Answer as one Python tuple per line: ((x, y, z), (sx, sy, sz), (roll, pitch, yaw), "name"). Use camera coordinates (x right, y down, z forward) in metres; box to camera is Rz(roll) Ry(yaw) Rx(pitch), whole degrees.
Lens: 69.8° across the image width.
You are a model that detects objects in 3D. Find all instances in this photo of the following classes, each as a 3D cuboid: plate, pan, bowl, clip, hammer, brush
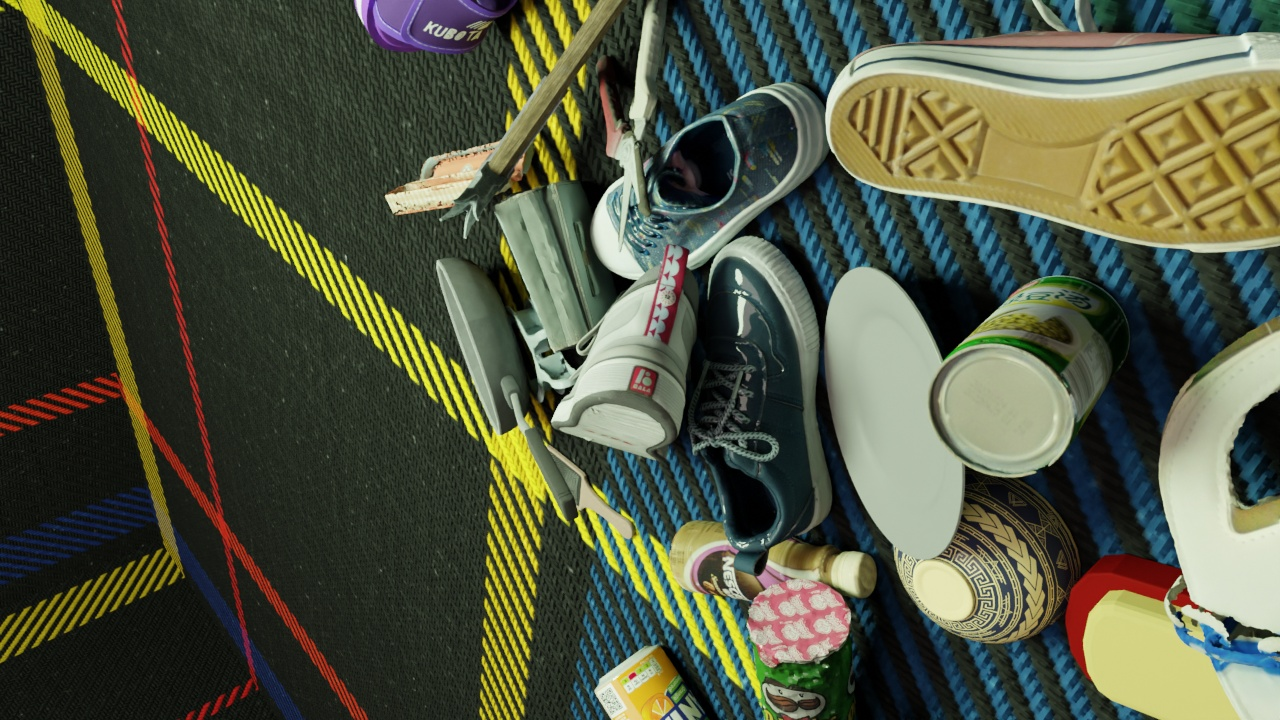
((0.153, 0.031, 0.556), (0.178, 0.012, 0.178), (168, 91, -81), "plate")
((-0.114, 0.025, 0.813), (0.357, 0.041, 0.179), (-129, 23, -53), "pan")
((0.203, 0.128, 0.569), (0.112, 0.061, 0.113), (27, 129, 39), "bowl")
((-0.099, -0.033, 0.825), (0.141, 0.029, 0.172), (69, 164, -1), "clip")
((-0.036, -0.226, 0.640), (0.028, 0.146, 0.318), (36, 133, -13), "hammer")
((-0.057, 0.138, 0.922), (0.136, 0.015, 0.050), (34, 132, 34), "brush")
((0.310, 0.163, 0.477), (0.174, 0.041, 0.082), (12, 118, 46), "brush")

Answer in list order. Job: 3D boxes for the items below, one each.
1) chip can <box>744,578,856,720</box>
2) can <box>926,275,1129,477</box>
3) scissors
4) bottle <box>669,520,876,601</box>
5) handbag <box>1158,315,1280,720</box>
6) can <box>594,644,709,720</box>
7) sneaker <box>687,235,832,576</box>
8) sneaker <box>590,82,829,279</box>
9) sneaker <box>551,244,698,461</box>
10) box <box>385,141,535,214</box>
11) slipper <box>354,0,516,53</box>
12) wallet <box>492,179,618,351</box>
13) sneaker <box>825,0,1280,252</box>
((0.127, 0.267, 0.694), (0.075, 0.075, 0.223), (24, 138, 41), "chip can")
((0.196, 0.004, 0.458), (0.067, 0.120, 0.067), (17, 119, 33), "can")
((-0.006, -0.175, 0.624), (0.179, 0.015, 0.193), (-70, 26, 16), "scissors")
((0.101, 0.158, 0.712), (0.166, 0.059, 0.060), (-4, 107, 42), "bottle")
((0.311, 0.067, 0.362), (0.201, 0.092, 0.199), (-37, 70, 36), "handbag")
((0.023, 0.355, 0.893), (0.142, 0.078, 0.079), (54, 141, 14), "can")
((0.075, 0.034, 0.647), (0.089, 0.087, 0.236), (4, 112, 48), "sneaker")
((0.025, -0.110, 0.636), (0.236, 0.079, 0.087), (-25, 89, 53), "sneaker")
((-0.004, 0.004, 0.705), (0.097, 0.128, 0.263), (19, 166, -1), "sneaker")
((-0.167, -0.167, 0.845), (0.187, 0.083, 0.043), (4, 127, 47), "box")
((-0.132, -0.309, 0.699), (0.084, 0.107, 0.267), (59, 138, 9), "slipper")
((-0.059, -0.078, 0.740), (0.054, 0.100, 0.132), (-12, 101, 25), "wallet")
((0.209, -0.114, 0.411), (0.241, 0.087, 0.118), (11, 132, 20), "sneaker")
